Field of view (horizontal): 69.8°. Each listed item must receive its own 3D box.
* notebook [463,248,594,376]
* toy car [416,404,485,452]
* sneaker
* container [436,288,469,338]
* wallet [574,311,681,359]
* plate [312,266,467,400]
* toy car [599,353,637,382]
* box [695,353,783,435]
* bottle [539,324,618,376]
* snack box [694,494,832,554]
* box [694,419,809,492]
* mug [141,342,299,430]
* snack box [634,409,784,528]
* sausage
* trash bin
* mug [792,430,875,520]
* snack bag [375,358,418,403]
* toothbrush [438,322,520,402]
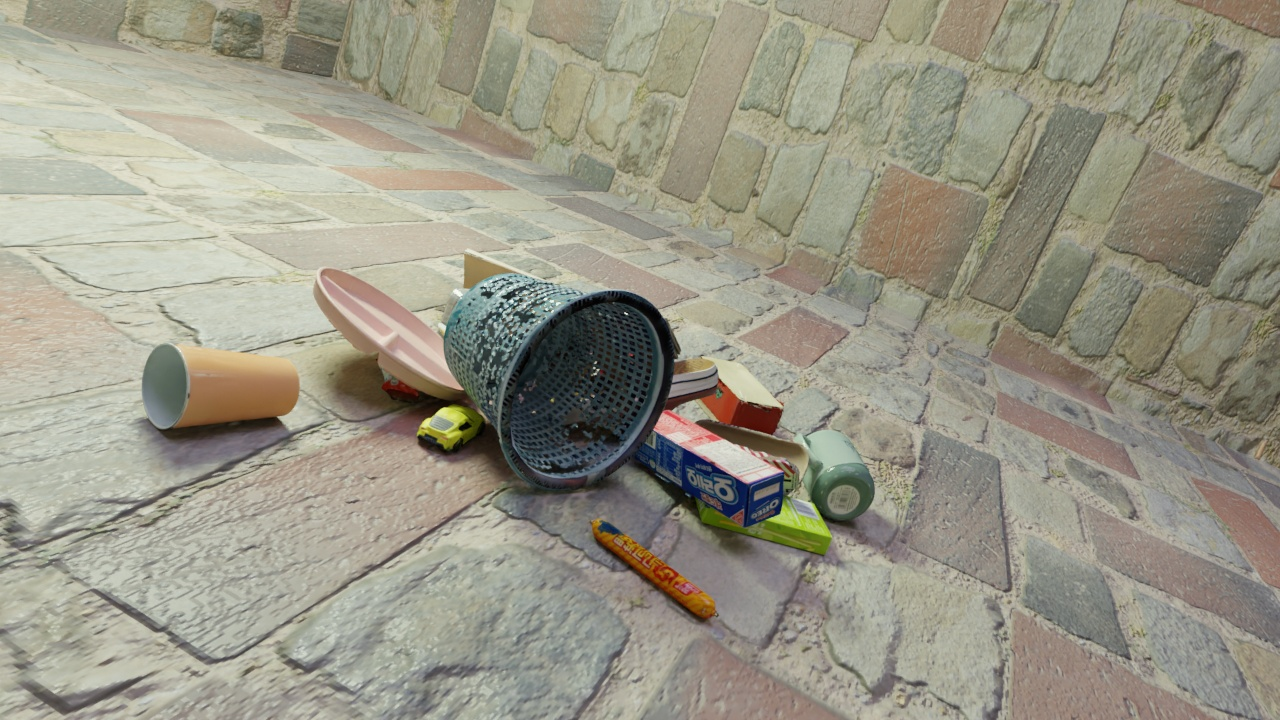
[{"bbox_3d":[-0.156,-0.062,1.294,0.211,0.150,0.012,22,46,7],"label":"notebook"},{"bbox_3d":[-0.205,0.069,1.009,0.048,0.032,0.105,22,15,9],"label":"toy car"},{"bbox_3d":[-0.008,0.061,1.170,0.240,0.088,0.118,-12,17,-21],"label":"sneaker"},{"bbox_3d":[-0.199,-0.030,1.225,0.090,0.090,0.114,-1,29,-48],"label":"container"},{"bbox_3d":[-0.016,-0.039,1.204,0.130,0.037,0.106,10,-20,20],"label":"wallet"},{"bbox_3d":[-0.293,-0.028,1.093,0.229,0.028,0.229,39,6,-6],"label":"plate"},{"bbox_3d":[-0.007,0.007,1.142,0.106,0.031,0.049,-20,20,-39],"label":"toy car"},{"bbox_3d":[0.146,0.050,1.385,0.091,0.078,0.168,12,19,-24],"label":"box"},{"bbox_3d":[-0.090,-0.008,1.200,0.079,0.044,0.195,-12,-2,-30],"label":"bottle"},{"bbox_3d":[0.140,0.177,1.074,0.156,0.026,0.085,17,17,-12],"label":"snack box"},{"bbox_3d":[0.127,0.112,1.147,0.162,0.076,0.086,11,44,21],"label":"box"},{"bbox_3d":[-0.392,0.025,0.868,0.078,0.078,0.122,31,14,31],"label":"mug"},{"bbox_3d":[0.072,0.119,1.041,0.058,0.057,0.208,-12,23,-34],"label":"snack box"},{"bbox_3d":[0.010,0.196,0.874,0.165,0.021,0.021,30,20,31],"label":"sausage"},{"bbox_3d":[-0.108,0.002,1.016,0.226,0.227,0.195,3,19,-43],"label":"trash bin"},{"bbox_3d":[0.241,0.141,1.180,0.111,0.082,0.106,42,15,-18],"label":"mug"},{"bbox_3d":[-0.286,0.019,1.078,0.045,0.026,0.105,9,19,-23],"label":"snack bag"},{"bbox_3d":[-0.204,0.007,1.165,0.191,0.018,0.016,45,4,30],"label":"toothbrush"}]
